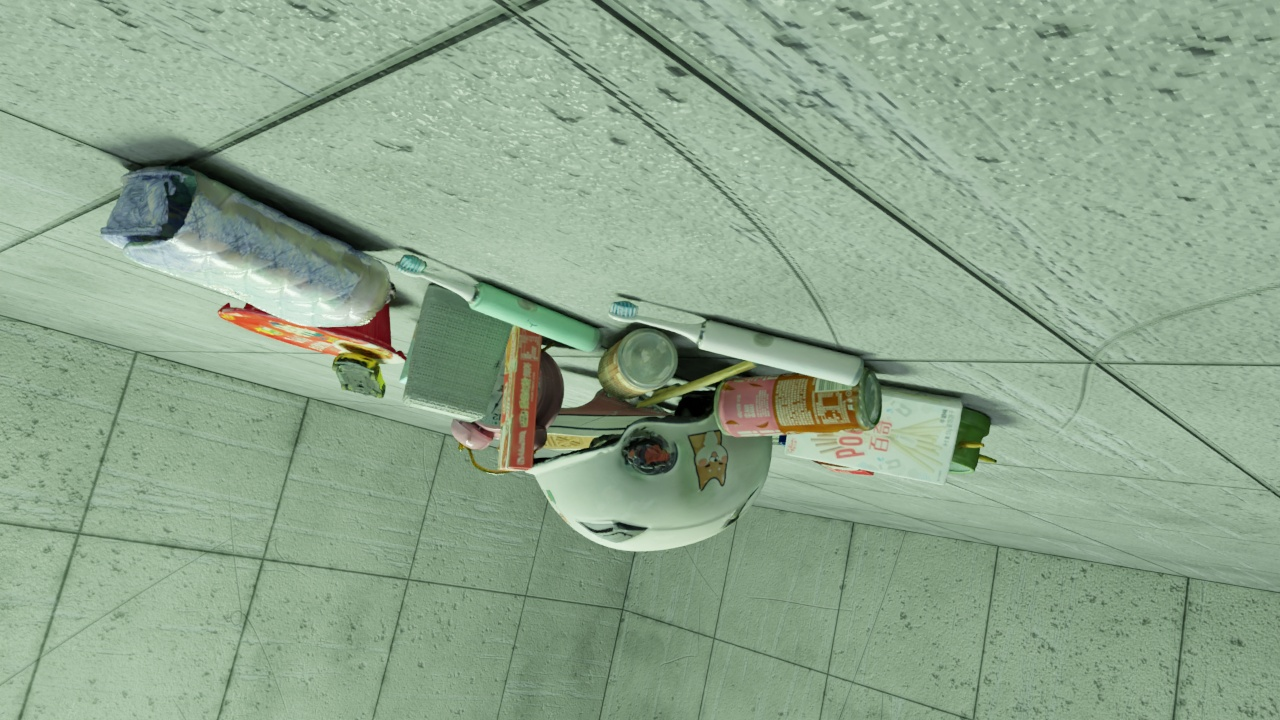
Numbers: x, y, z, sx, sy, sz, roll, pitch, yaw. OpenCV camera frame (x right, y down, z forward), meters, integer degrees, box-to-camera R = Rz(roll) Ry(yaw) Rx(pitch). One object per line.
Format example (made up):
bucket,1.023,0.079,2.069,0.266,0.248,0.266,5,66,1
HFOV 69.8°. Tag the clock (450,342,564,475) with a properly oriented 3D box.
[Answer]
clock,-0.153,0.050,1.038,0.117,0.158,0.060,8,173,12

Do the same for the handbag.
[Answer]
handbag,-0.313,-0.084,0.738,0.134,0.075,0.193,5,168,35

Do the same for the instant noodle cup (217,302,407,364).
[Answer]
instant noodle cup,-0.343,-0.050,0.984,0.194,0.065,0.194,13,169,2

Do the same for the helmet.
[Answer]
helmet,0.028,0.127,1.001,0.273,0.157,0.230,-24,176,-17

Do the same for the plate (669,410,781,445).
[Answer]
plate,0.130,0.085,1.271,0.179,0.024,0.179,13,168,3

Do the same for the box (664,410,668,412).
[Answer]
box,0.017,0.111,1.331,0.163,0.083,0.075,27,-176,-37

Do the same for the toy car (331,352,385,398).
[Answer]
toy car,-0.308,0.013,1.017,0.048,0.032,0.105,13,158,-3

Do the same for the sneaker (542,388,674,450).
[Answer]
sneaker,-0.026,0.072,1.205,0.241,0.087,0.118,2,156,2

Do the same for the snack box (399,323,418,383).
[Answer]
snack box,-0.228,-0.009,1.037,0.051,0.074,0.175,18,169,-20

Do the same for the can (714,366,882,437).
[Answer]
can,0.145,0.040,0.852,0.148,0.057,0.058,-6,161,33

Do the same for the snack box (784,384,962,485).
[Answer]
snack box,0.223,0.065,0.888,0.157,0.085,0.026,10,-155,14

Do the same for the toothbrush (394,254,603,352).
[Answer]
toothbrush,-0.124,-0.050,0.836,0.224,0.026,0.027,21,127,-40

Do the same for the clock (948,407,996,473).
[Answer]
clock,0.283,0.078,0.958,0.161,0.056,0.116,6,167,31

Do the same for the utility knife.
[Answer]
utility knife,0.031,0.034,0.908,0.221,0.022,0.030,-27,174,27

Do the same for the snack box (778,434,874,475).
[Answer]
snack box,0.228,0.093,1.099,0.057,0.058,0.207,3,166,31

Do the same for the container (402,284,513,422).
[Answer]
container,-0.183,-0.003,0.910,0.090,0.114,0.090,15,170,-14

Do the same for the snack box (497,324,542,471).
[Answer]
snack box,-0.126,0.038,0.953,0.025,0.152,0.075,6,172,-18

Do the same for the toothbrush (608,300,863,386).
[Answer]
toothbrush,0.081,-0.016,0.777,0.221,0.026,0.026,14,128,-6

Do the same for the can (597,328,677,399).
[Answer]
can,-0.005,0.005,0.900,0.058,0.058,0.116,14,170,-11
